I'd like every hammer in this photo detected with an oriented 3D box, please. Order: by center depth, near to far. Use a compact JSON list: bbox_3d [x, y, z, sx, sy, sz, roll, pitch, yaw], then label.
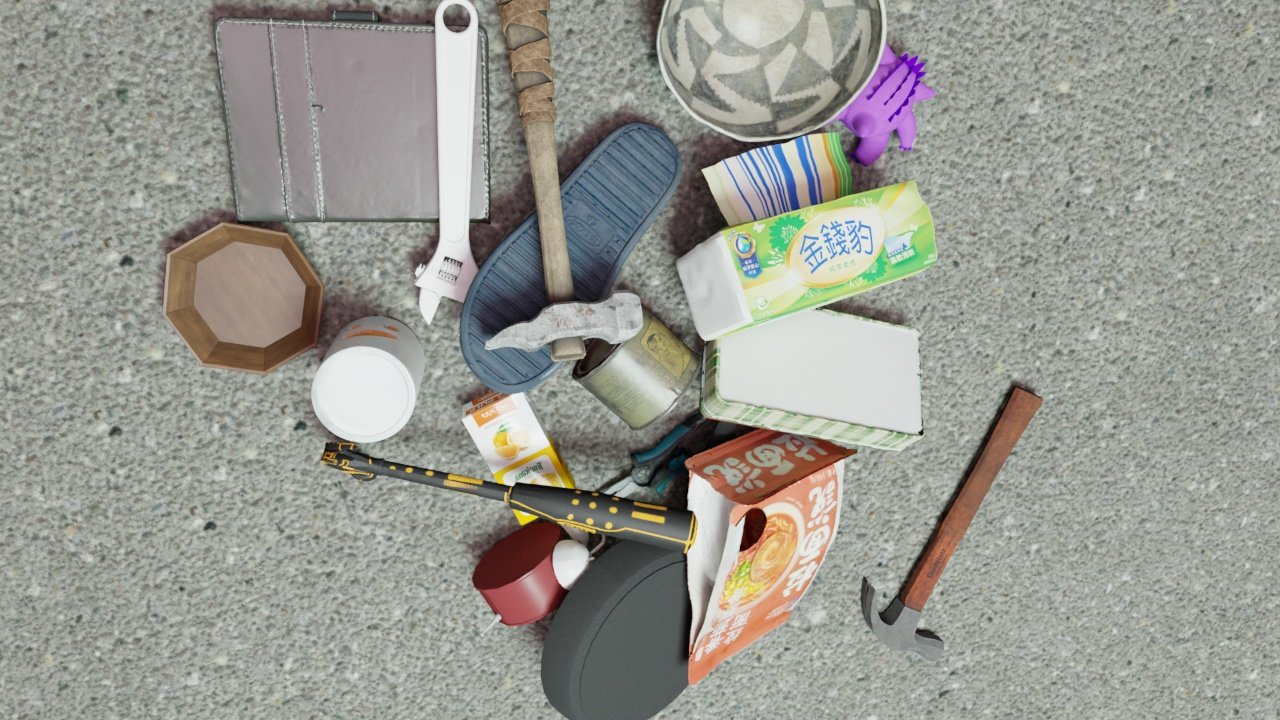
[{"bbox_3d":[-0.078,-0.157,0.723,0.121,0.049,0.318,-7,85,-12],"label":"hammer"},{"bbox_3d":[-0.109,0.112,0.771,0.320,0.123,0.036,11,74,2],"label":"hammer"},{"bbox_3d":[0.324,0.164,0.939,0.111,0.028,0.301,23,100,-16],"label":"hammer"}]

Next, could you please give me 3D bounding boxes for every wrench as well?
[{"bbox_3d":[-0.152,-0.153,0.753,0.066,0.018,0.274,1,108,-11],"label":"wrench"}]

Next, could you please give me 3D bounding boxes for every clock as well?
[{"bbox_3d":[-0.093,0.190,0.841,0.137,0.096,0.048,-28,109,2],"label":"clock"}]

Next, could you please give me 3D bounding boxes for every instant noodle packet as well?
[{"bbox_3d":[0.107,0.183,0.857,0.164,0.084,0.221,-17,123,-43],"label":"instant noodle packet"}]

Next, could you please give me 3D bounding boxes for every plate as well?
[{"bbox_3d":[-0.330,-0.053,0.770,0.131,0.025,0.131,-2,106,-9],"label":"plate"}]

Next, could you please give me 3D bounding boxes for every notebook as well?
[{"bbox_3d":[-0.228,-0.194,0.748,0.209,0.029,0.170,-2,108,-12],"label":"notebook"}]

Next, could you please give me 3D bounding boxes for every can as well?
[{"bbox_3d":[-0.005,0.005,0.807,0.074,0.090,0.090,42,95,-17],"label":"can"}]

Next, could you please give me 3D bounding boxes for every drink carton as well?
[{"bbox_3d":[-0.111,0.080,0.836,0.058,0.040,0.122,-26,108,-2],"label":"drink carton"}]

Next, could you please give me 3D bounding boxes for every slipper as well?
[{"bbox_3d":[-0.064,-0.090,0.783,0.101,0.083,0.263,37,78,-10],"label":"slipper"}]

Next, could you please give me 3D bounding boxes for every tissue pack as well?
[{"bbox_3d":[0.130,-0.114,0.771,0.197,0.120,0.141,-17,88,-26],"label":"tissue pack"}]

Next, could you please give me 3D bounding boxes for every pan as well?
[{"bbox_3d":[0.033,0.185,0.847,0.204,0.044,0.356,21,96,-47],"label":"pan"}]

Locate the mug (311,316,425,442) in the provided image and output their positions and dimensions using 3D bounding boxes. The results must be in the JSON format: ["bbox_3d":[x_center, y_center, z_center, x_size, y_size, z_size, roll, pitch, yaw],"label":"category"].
[{"bbox_3d":[-0.224,0.013,0.765,0.082,0.105,0.082,-2,105,-9],"label":"mug"}]

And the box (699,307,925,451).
[{"bbox_3d":[0.157,0.010,0.833,0.205,0.050,0.117,10,66,-14],"label":"box"}]

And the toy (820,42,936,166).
[{"bbox_3d":[0.206,-0.224,0.795,0.106,0.056,0.088,39,94,-15],"label":"toy"}]

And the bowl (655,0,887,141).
[{"bbox_3d":[0.103,-0.274,0.742,0.178,0.081,0.179,3,131,3],"label":"bowl"}]

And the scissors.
[{"bbox_3d":[0.030,0.097,0.875,0.144,0.019,0.126,8,103,-12],"label":"scissors"}]
